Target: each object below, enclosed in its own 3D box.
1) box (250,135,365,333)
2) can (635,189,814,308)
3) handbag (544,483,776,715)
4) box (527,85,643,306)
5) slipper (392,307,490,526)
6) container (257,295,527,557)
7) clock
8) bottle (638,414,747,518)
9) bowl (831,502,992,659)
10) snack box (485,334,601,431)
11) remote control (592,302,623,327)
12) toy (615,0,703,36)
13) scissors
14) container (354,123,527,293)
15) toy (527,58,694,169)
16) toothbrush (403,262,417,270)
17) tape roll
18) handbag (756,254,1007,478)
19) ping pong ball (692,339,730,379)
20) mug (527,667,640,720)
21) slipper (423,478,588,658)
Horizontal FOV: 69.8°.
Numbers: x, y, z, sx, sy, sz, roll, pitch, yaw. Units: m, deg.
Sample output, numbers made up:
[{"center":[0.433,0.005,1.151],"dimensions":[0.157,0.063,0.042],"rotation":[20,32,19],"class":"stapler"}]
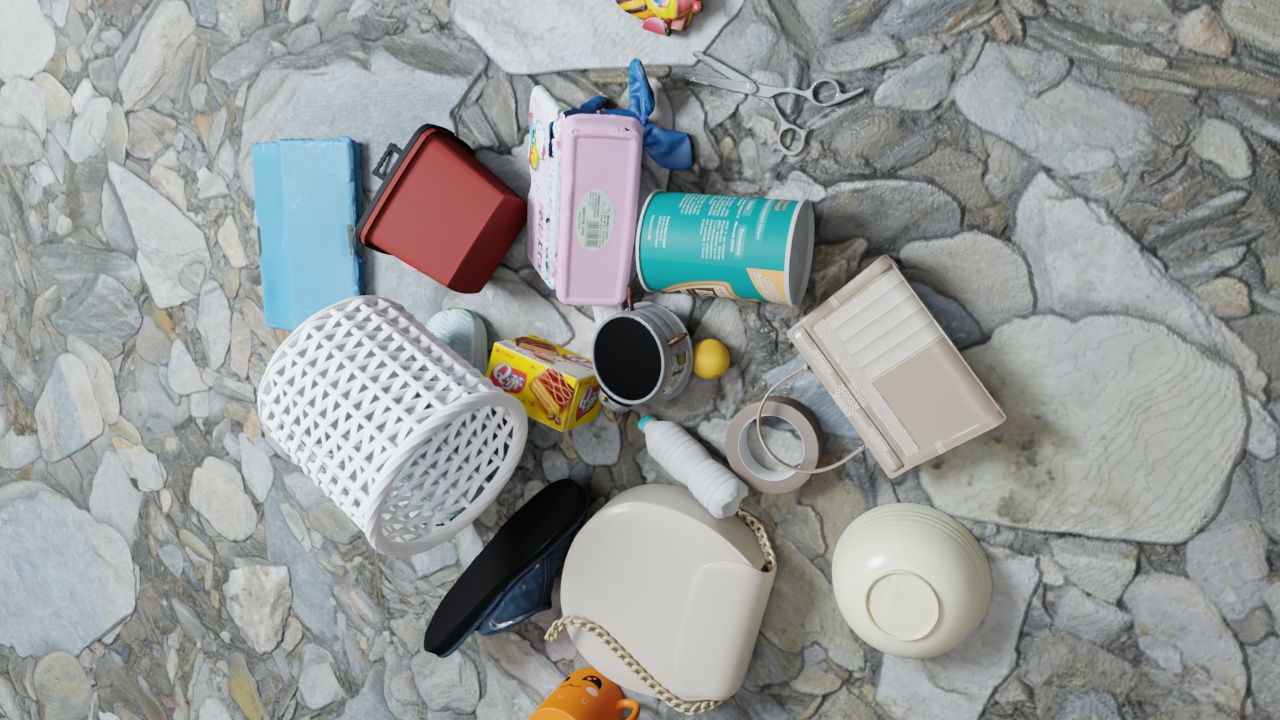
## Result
[{"center":[-0.404,-0.144,1.085],"dimensions":[0.175,0.060,0.232],"rotation":[3,101,23],"class":"box"},{"center":[0.081,-0.107,0.863],"dimensions":[0.144,0.099,0.099],"rotation":[8,102,21],"class":"can"},{"center":[0.022,0.241,0.946],"dimensions":[0.209,0.103,0.211],"rotation":[17,106,15],"class":"handbag"},{"center":[-0.061,-0.160,0.903],"dimensions":[0.111,0.101,0.202],"rotation":[0,129,-8],"class":"box"},{"center":[-0.210,0.064,1.031],"dimensions":[0.104,0.074,0.245],"rotation":[4,84,24],"class":"slipper"},{"center":[-0.242,0.062,0.902],"dimensions":[0.187,0.189,0.190],"rotation":[37,111,25],"class":"container"},{"center":[-0.005,0.005,0.926],"dimensions":[0.104,0.056,0.148],"rotation":[42,121,23],"class":"clock"},{"center":[0.048,0.103,0.932],"dimensions":[0.136,0.044,0.044],"rotation":[42,112,30],"class":"bottle"},{"center":[0.249,0.217,0.862],"dimensions":[0.151,0.075,0.151],"rotation":[4,101,22],"class":"bowl"},{"center":[-0.099,0.022,0.969],"dimensions":[0.106,0.083,0.061],"rotation":[23,106,18],"class":"snack box"},{"center":[-0.034,-0.058,0.967],"dimensions":[0.033,0.012,0.131],"rotation":[-11,95,26],"class":"remote control"},{"center":[0.022,-0.356,0.877],"dimensions":[0.103,0.046,0.084],"rotation":[18,112,23],"class":"toy"},{"center":[0.124,-0.262,0.866],"dimensions":[0.131,0.014,0.153],"rotation":[-37,87,24],"class":"scissors"},{"center":[-0.231,-0.174,0.966],"dimensions":[0.201,0.127,0.148],"rotation":[36,98,12],"class":"container"},{"center":[-0.040,-0.236,0.912],"dimensions":[0.177,0.070,0.113],"rotation":[0,110,22],"class":"toy"},{"center":[-0.213,-0.116,1.030],"dimensions":[0.135,0.016,0.021],"rotation":[-5,93,23],"class":"toothbrush"},{"center":[0.133,0.083,0.911],"dimensions":[0.094,0.030,0.094],"rotation":[4,100,22],"class":"tape roll"},{"center":[0.197,0.031,0.848],"dimensions":[0.198,0.062,0.175],"rotation":[-36,84,17],"class":"handbag"},{"center":[0.070,-0.001,0.918],"dimensions":[0.040,0.040,0.040],"rotation":[4,100,22],"class":"ping pong ball"},{"center":[-0.056,0.394,1.007],"dimensions":[0.113,0.095,0.077],"rotation":[-9,95,24],"class":"mug"},{"center":[-0.131,0.243,1.021],"dimensions":[0.083,0.108,0.266],"rotation":[37,106,-20],"class":"slipper"}]
